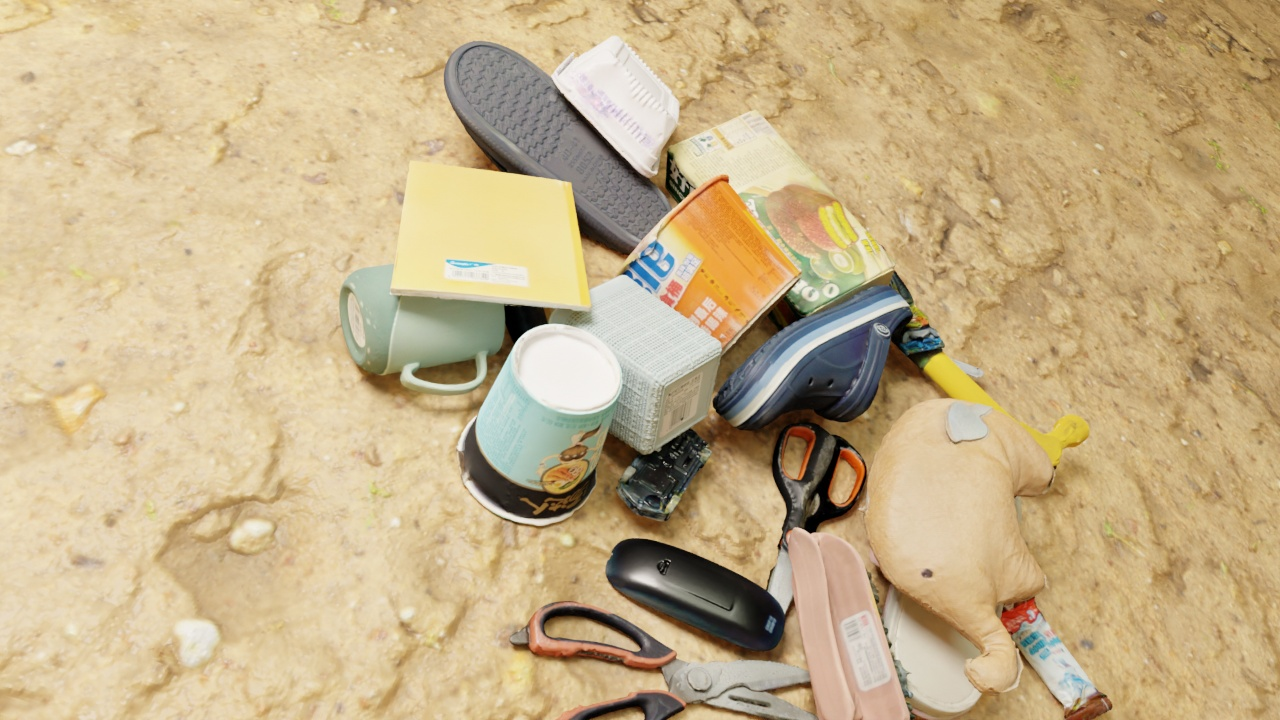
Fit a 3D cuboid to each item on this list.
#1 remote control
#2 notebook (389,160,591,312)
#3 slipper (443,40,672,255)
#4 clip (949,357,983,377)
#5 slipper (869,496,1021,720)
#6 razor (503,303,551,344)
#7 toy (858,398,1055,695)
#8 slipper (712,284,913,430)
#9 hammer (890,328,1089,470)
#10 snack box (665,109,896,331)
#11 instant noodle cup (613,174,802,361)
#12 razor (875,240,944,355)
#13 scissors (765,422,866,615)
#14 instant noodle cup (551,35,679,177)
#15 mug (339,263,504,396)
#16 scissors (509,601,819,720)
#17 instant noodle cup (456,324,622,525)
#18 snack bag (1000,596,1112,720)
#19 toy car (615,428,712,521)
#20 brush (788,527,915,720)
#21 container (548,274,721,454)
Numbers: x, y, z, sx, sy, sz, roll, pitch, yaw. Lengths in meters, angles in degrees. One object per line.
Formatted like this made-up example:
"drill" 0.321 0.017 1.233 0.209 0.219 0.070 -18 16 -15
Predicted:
"remote control" 0.041 0.165 0.659 0.136 0.024 0.053 22 49 5
"notebook" -0.119 -0.105 0.737 0.145 0.010 0.206 5 36 -13
"slipper" -0.088 -0.186 0.887 0.268 0.084 0.110 40 51 -13
"clip" 0.317 0.010 0.931 0.057 0.028 0.024 30 43 15
"slipper" 0.242 0.157 0.740 0.114 0.055 0.273 23 53 -1
"razor" -0.100 -0.060 0.786 0.067 0.062 0.167 21 42 -52
"toy" 0.229 0.129 0.672 0.143 0.083 0.225 14 56 9
"slipper" 0.163 0.011 0.804 0.252 0.105 0.095 -27 71 -41
"hammer" 0.285 -0.001 0.899 0.128 0.033 0.300 -28 61 -22
"snack box" 0.134 -0.139 0.921 0.114 0.063 0.240 -28 65 -16
"instant noodle cup" 0.061 -0.071 0.803 0.111 0.152 0.151 45 48 5
"razor" 0.256 -0.069 0.910 0.042 0.022 0.142 -9 56 -12
"scissors" 0.141 0.142 0.733 0.125 0.022 0.234 15 47 -12
"instant noodle cup" -0.014 -0.267 0.928 0.138 0.060 0.173 43 22 -15
"mug" -0.165 -0.023 0.704 0.106 0.082 0.111 -13 75 -33
"scissors" 0.019 0.223 0.616 0.197 0.015 0.213 44 47 16
"instant noodle cup" -0.068 0.041 0.659 0.111 0.121 0.111 12 48 -14
"snack bag" 0.327 0.237 0.731 0.048 0.026 0.104 -17 59 -20
"toy car" 0.018 0.087 0.718 0.049 0.031 0.105 31 39 9
"brush" 0.141 0.189 0.649 0.073 0.063 0.145 28 42 -42
"container" -0.004 0.004 0.720 0.111 0.090 0.089 33 44 30
